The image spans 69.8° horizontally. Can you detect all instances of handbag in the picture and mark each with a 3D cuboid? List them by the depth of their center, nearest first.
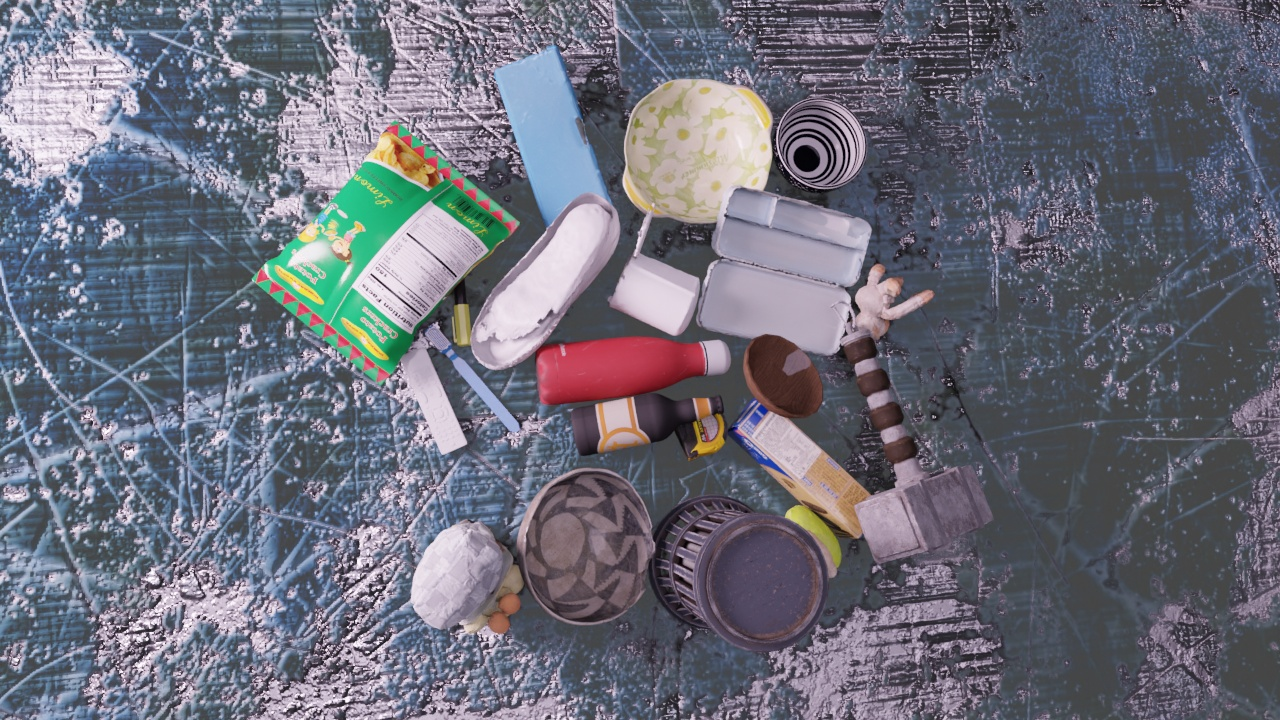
[{"bbox_3d":[-0.189,0.247,1.015,0.123,0.172,0.112,40,79,-2],"label":"handbag"}]

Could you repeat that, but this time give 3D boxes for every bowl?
[{"bbox_3d":[-0.076,0.215,1.074,0.178,0.081,0.178,6,80,-36],"label":"bowl"},{"bbox_3d":[0.170,0.025,1.128,0.117,0.030,0.117,18,51,-24],"label":"bowl"},{"bbox_3d":[0.069,-0.260,1.172,0.219,0.060,0.188,-40,91,-10],"label":"bowl"},{"bbox_3d":[0.225,-0.272,1.193,0.120,0.066,0.120,1,83,-9],"label":"bowl"}]

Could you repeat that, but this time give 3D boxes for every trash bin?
[{"bbox_3d":[0.108,0.237,1.034,0.164,0.228,0.164,1,83,-9],"label":"trash bin"}]

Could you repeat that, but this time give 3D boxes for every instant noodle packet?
[{"bbox_3d":[-0.298,-0.129,1.083,0.195,0.090,0.252,39,83,0],"label":"instant noodle packet"}]

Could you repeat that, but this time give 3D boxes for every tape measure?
[{"bbox_3d":[0.077,0.086,1.143,0.064,0.037,0.065,-22,74,-6],"label":"tape measure"}]

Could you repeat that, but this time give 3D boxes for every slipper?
[{"bbox_3d":[-0.114,-0.092,1.105,0.112,0.074,0.247,41,95,31],"label":"slipper"}]

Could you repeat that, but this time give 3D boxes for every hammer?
[{"bbox_3d":[0.309,0.078,1.135,0.176,0.080,0.326,-7,74,-44],"label":"hammer"}]

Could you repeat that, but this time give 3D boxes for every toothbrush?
[{"bbox_3d":[-0.204,0.023,1.119,0.016,0.014,0.166,-41,91,-11],"label":"toothbrush"}]

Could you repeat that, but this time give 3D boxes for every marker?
[{"bbox_3d":[-0.223,-0.079,1.127,0.021,0.017,0.123,-5,83,-10],"label":"marker"}]

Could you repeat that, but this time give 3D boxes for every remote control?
[{"bbox_3d":[-0.250,0.049,1.110,0.033,0.012,0.131,-24,88,-8],"label":"remote control"}]

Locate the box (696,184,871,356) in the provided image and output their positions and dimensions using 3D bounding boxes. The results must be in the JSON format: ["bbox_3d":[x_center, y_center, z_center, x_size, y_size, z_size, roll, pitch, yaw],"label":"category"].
[{"bbox_3d":[0.182,-0.110,1.159,0.208,0.037,0.189,10,101,-17],"label":"box"}]

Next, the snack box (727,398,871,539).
[{"bbox_3d":[0.203,0.135,1.149,0.207,0.057,0.056,43,75,-2],"label":"snack box"}]

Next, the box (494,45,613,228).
[{"bbox_3d":[-0.107,-0.271,1.161,0.093,0.052,0.231,-20,86,6],"label":"box"}]

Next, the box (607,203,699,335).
[{"bbox_3d":[0.031,-0.108,1.113,0.106,0.151,0.080,22,41,-4],"label":"box"}]

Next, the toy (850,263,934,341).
[{"bbox_3d":[0.313,-0.064,1.181,0.074,0.085,0.106,26,100,-38],"label":"toy"}]

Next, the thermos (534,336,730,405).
[{"bbox_3d":[-0.007,0.007,1.122,0.239,0.073,0.073,-6,84,-10],"label":"thermos"}]

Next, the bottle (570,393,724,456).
[{"bbox_3d":[0.010,0.070,1.108,0.181,0.059,0.059,-11,85,1],"label":"bottle"}]

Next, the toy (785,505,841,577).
[{"bbox_3d":[0.209,0.224,1.116,0.046,0.115,0.092,-40,94,18],"label":"toy"}]
